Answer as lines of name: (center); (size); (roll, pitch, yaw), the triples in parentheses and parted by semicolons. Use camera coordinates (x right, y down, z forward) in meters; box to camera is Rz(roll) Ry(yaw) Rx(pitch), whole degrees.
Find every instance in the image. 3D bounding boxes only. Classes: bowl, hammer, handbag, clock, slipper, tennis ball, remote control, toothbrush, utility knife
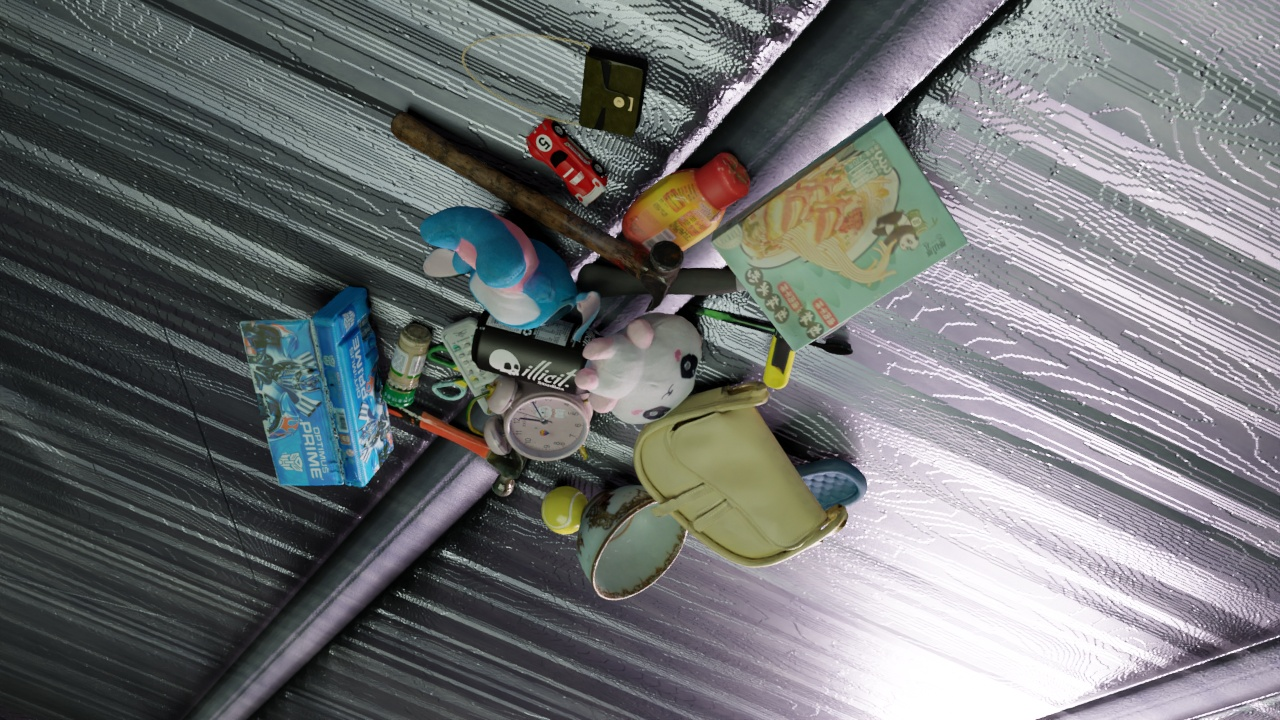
bowl: (-0.026, 0.227, 1.223); (0.094, 0.159, 0.160); (38, 147, 40)
hammer: (0.082, -0.082, 0.982); (0.311, 0.029, 0.125); (1, 129, 17)
hammer: (-0.110, -0.156, 0.938); (0.330, 0.033, 0.120); (31, 158, 4)
handbag: (-0.085, -0.267, 0.872); (0.178, 0.027, 0.084); (15, 133, 5)
clock: (-0.133, 0.066, 1.124); (0.158, 0.058, 0.117); (6, 124, -11)
slipper: (0.188, 0.187, 1.164); (0.214, 0.059, 0.104); (-26, 121, 31)
hammer: (-0.308, 0.073, 1.232); (0.333, 0.033, 0.133); (25, 134, -4)
tennis ball: (-0.103, 0.205, 1.260); (0.065, 0.065, 0.065); (8, 132, 9)
remote control: (-0.196, 0.007, 1.132); (0.050, 0.022, 0.133); (-21, 120, 6)
handbag: (0.110, 0.141, 1.085); (0.191, 0.088, 0.233); (-33, 94, 27)
toothbrush: (0.143, -0.036, 1.017); (0.188, 0.017, 0.014); (16, 129, 7)
utility knife: (0.156, -0.040, 0.962); (0.029, 0.020, 0.174); (13, 130, 8)

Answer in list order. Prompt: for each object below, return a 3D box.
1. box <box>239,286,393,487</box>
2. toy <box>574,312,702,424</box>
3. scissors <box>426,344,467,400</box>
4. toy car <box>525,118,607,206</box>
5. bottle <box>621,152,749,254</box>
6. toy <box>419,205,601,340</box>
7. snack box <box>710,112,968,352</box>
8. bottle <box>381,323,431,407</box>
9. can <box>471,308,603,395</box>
box: (-0.396, 0.037, 1.140); (0.114, 0.113, 0.244); (6, 121, 11)
toy: (-0.006, 0.006, 1.003); (0.101, 0.179, 0.139); (41, 110, 27)
scissors: (-0.215, 0.027, 1.174); (0.131, 0.012, 0.113); (24, 129, -6)
toy car: (-0.075, -0.200, 0.927); (0.089, 0.025, 0.038); (42, 129, -19)
bottle: (0.046, -0.154, 0.915); (0.134, 0.048, 0.071); (-30, 118, 35)
toy: (-0.150, -0.098, 0.965); (0.224, 0.099, 0.191); (24, 173, 24)
snack box: (0.186, -0.117, 0.872); (0.194, 0.044, 0.141); (-34, 106, 20)
bottle: (-0.293, 0.006, 1.150); (0.042, 0.042, 0.110); (22, 121, -3)
can: (-0.116, -0.012, 1.065); (0.146, 0.080, 0.080); (15, 132, 4)
